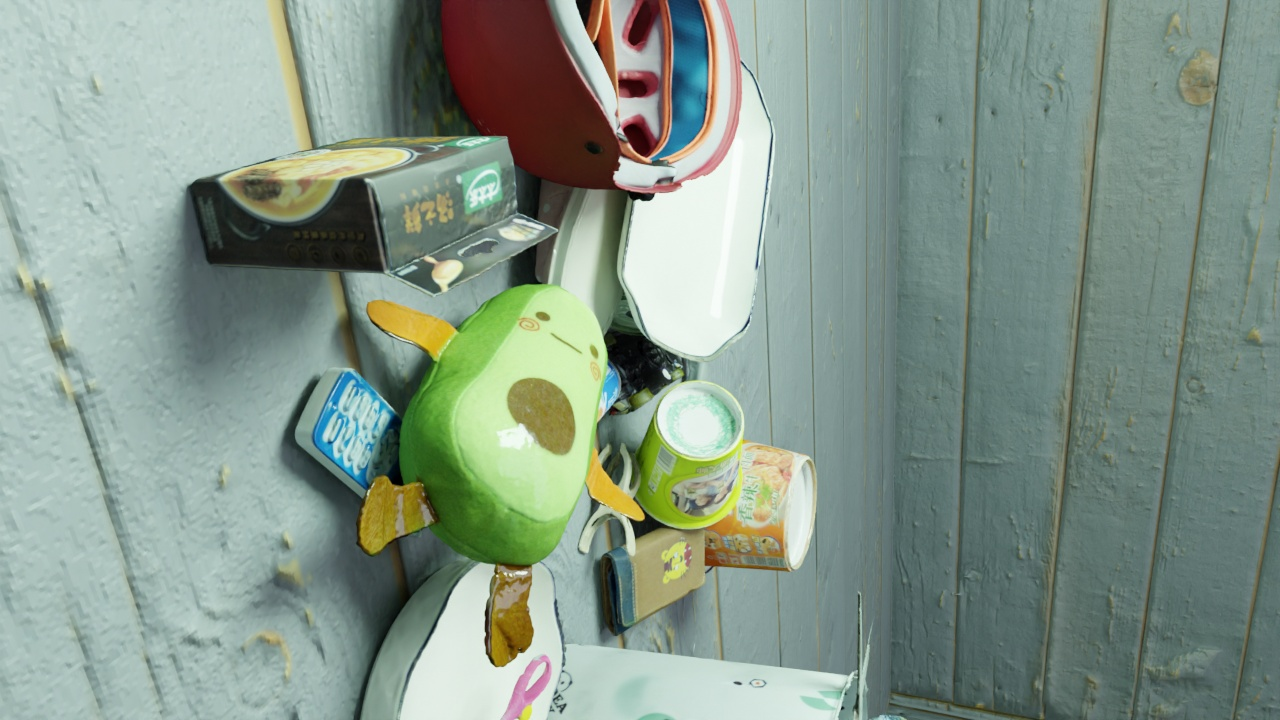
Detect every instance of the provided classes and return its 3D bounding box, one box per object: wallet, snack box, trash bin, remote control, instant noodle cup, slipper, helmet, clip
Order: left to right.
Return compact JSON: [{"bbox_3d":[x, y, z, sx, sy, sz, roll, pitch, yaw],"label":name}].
[{"bbox_3d":[-0.152,0.055,0.527,0.125,0.024,0.048,62,39,-50],"label":"remote control"},{"bbox_3d":[-0.123,-0.074,0.443,0.113,0.126,0.053,-44,133,-57],"label":"snack box"},{"bbox_3d":[-0.035,-0.206,0.600,0.239,0.144,0.207,2,87,-64],"label":"helmet"},{"bbox_3d":[-0.039,-0.133,0.725,0.114,0.054,0.274,41,60,-62],"label":"slipper"},{"bbox_3d":[-0.025,0.126,0.825,0.034,0.070,0.099,51,41,-60],"label":"clip"},{"bbox_3d":[0.014,0.204,0.881,0.115,0.033,0.090,-19,115,-38],"label":"wallet"},{"bbox_3d":[0.036,0.342,0.731,0.229,0.252,0.229,4,90,-68],"label":"trash bin"},{"bbox_3d":[0.049,0.081,0.850,0.124,0.112,0.111,97,10,-58],"label":"instant noodle cup"},{"bbox_3d":[0.117,0.153,0.965,0.151,0.111,0.151,6,90,-66],"label":"instant noodle cup"}]

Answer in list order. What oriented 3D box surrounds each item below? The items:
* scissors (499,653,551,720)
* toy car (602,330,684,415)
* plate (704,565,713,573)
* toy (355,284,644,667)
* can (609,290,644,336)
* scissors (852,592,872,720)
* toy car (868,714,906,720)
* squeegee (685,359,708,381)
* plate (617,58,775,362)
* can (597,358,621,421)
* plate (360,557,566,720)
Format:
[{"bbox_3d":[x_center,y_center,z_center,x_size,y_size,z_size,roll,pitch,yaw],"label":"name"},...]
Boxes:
[{"bbox_3d":[-0.094,0.253,0.599,0.133,0.017,0.118,-38,133,-55],"label":"scissors"},{"bbox_3d":[-0.005,0.005,0.828,0.070,0.042,0.157,57,26,3],"label":"toy car"},{"bbox_3d":[0.067,0.144,1.041,0.192,0.039,0.192,6,90,-66],"label":"plate"},{"bbox_3d":[-0.078,0.043,0.554,0.227,0.090,0.246,46,38,-29],"label":"toy"},{"bbox_3d":[0.003,-0.097,0.803,0.058,0.058,0.146,61,32,-53],"label":"can"},{"bbox_3d":[0.155,0.254,0.660,0.159,0.014,0.178,-15,105,-68],"label":"scissors"},{"bbox_3d":[0.197,0.318,0.737,0.091,0.034,0.042,73,28,-44],"label":"toy car"},{"bbox_3d":[0.062,-0.050,1.002,0.247,0.040,0.250,-35,126,-63],"label":"squeegee"},{"bbox_3d":[0.042,-0.131,0.752,0.161,0.034,0.265,17,77,-45],"label":"plate"},{"bbox_3d":[-0.064,0.044,0.696,0.134,0.053,0.053,-50,138,-55],"label":"can"},{"bbox_3d":[-0.116,0.227,0.615,0.204,0.046,0.205,5,90,-68],"label":"plate"}]
